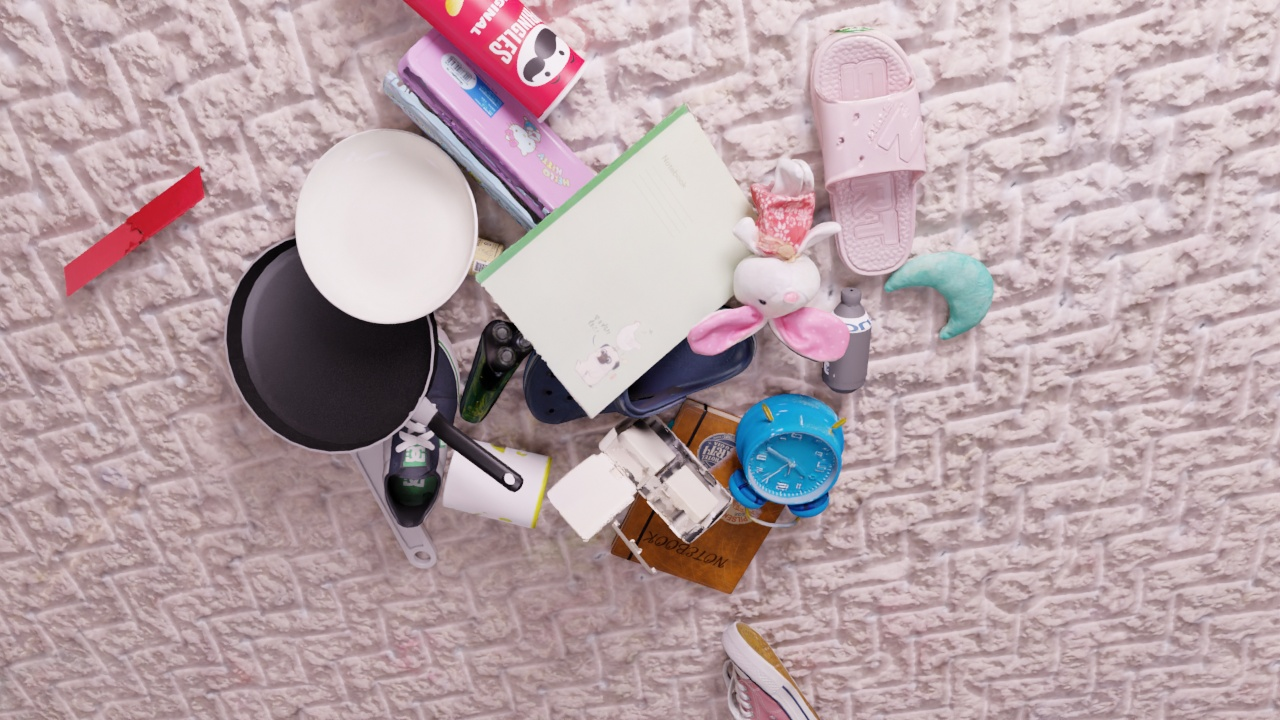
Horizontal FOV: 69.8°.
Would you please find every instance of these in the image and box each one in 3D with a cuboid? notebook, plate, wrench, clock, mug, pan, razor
[{"bbox_3d":[0.076,0.155,1.062,0.178,0.014,0.250,20,118,-8],"label":"notebook"},{"bbox_3d":[-0.238,-0.127,0.879,0.182,0.034,0.182,1,95,9],"label":"plate"},{"bbox_3d":[-0.292,0.139,1.076,0.087,0.018,0.273,-14,119,10],"label":"wrench"},{"bbox_3d":[0.158,0.113,0.989,0.117,0.060,0.162,8,120,-2],"label":"clock"},{"bbox_3d":[-0.159,0.137,1.028,0.106,0.082,0.083,13,119,-4],"label":"mug"},{"bbox_3d":[-0.004,-0.091,0.867,0.252,0.010,0.182,-40,113,-6],"label":"notebook"},{"bbox_3d":[-0.261,0.021,0.934,0.356,0.034,0.225,36,101,3],"label":"pan"},{"bbox_3d":[-0.160,0.017,0.973,0.054,0.067,0.152,23,126,-14],"label":"razor"}]

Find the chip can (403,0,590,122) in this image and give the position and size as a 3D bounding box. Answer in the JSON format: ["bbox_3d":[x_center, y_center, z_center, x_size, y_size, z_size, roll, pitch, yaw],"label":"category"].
[{"bbox_3d":[-0.149,-0.305,0.787,0.220,0.069,0.069,39,114,-17],"label":"chip can"}]

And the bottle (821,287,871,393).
[{"bbox_3d":[0.211,-0.021,0.937,0.047,0.046,0.112,0,119,4],"label":"bottle"}]

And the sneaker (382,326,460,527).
[{"bbox_3d":[-0.240,0.074,0.988,0.084,0.079,0.236,3,116,-13],"label":"sneaker"}]

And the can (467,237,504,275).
[{"bbox_3d":[-0.179,-0.108,0.917,0.079,0.038,0.038,17,119,-6],"label":"can"}]

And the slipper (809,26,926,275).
[{"bbox_3d":[0.213,-0.180,0.838,0.094,0.064,0.239,-9,120,8],"label":"slipper"}]

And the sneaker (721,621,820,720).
[{"bbox_3d":[0.151,0.423,1.158,0.088,0.118,0.241,-34,119,1],"label":"sneaker"}]

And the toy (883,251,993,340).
[{"bbox_3d":[0.304,-0.071,0.913,0.105,0.033,0.085,36,126,-17],"label":"toy"}]

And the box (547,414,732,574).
[{"bbox_3d":[-0.003,0.140,0.934,0.143,0.190,0.069,47,116,10],"label":"box"}]

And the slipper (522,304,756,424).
[{"bbox_3d":[-0.006,0.005,0.941,0.253,0.095,0.105,-15,120,7],"label":"slipper"}]

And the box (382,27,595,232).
[{"bbox_3d":[-0.139,-0.197,0.845,0.096,0.077,0.214,-38,111,23],"label":"box"}]

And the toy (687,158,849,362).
[{"bbox_3d":[0.132,-0.092,0.864,0.159,0.084,0.194,6,107,-9],"label":"toy"}]
